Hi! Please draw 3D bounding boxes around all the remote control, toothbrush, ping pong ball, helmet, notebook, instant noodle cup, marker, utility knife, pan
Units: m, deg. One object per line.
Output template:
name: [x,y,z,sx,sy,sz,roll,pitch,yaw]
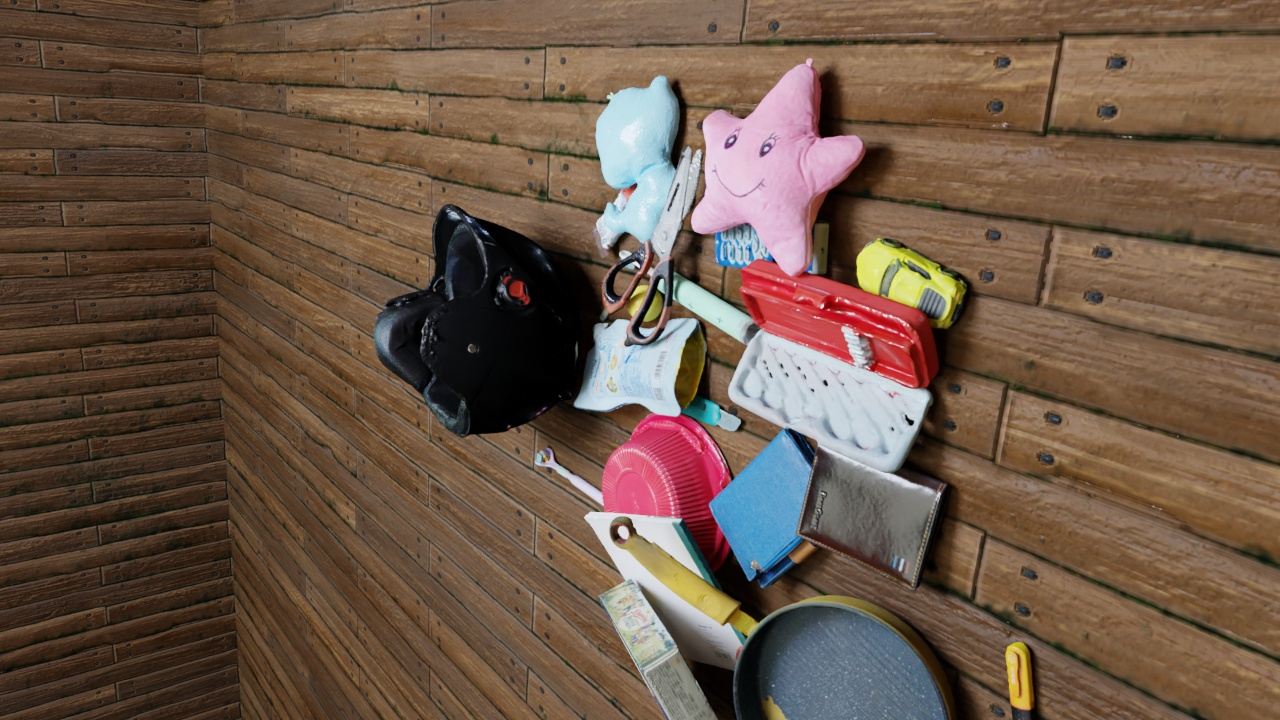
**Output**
remote control: [0.122,-0.110,0.862,0.125,0.024,0.049,13,107,47]
toothbrush: [0.044,-0.073,0.968,0.224,0.026,0.027,36,145,43]
ping pong ball: [0.005,-0.063,1.009,0.040,0.040,0.040,13,107,50]
helmet: [-0.184,-0.044,1.107,0.234,0.229,0.274,8,95,58]
notebook: [0.038,0.247,0.973,0.151,0.012,0.209,-7,118,49]
toothbrush: [-0.074,0.158,1.172,0.189,0.029,0.021,27,157,45]
instant noodle cup: [0.018,0.155,1.015,0.194,0.065,0.194,16,110,51]
marker: [0.299,0.282,0.718,0.018,0.015,0.124,1,99,57]
utility knife: [0.046,0.043,0.999,0.180,0.013,0.029,22,110,48]
pan: [0.113,0.259,0.826,0.357,0.078,0.198,41,113,23]

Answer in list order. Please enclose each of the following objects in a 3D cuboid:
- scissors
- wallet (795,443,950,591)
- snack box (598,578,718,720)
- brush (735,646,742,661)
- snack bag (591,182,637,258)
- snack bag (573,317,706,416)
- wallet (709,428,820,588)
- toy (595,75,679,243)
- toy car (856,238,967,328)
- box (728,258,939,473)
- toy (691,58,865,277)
scissors: [0.010,-0.121,0.955,0.192,0.015,0.207,-9,96,37]
wallet: [0.196,0.129,0.791,0.122,0.020,0.096,21,100,40]
snack box: [0.034,0.333,0.937,0.178,0.045,0.182,62,171,-14]
brush: [0.129,0.342,0.903,0.063,0.069,0.146,-12,87,52]
snack bag: [-0.023,-0.162,1.037,0.104,0.026,0.048,-47,57,46]
snack bag: [-0.006,0.006,1.029,0.191,0.038,0.110,1,84,52]
wallet: [0.133,0.143,0.884,0.133,0.040,0.106,-52,56,34]
toy: [-0.001,-0.216,0.974,0.156,0.049,0.162,48,117,15]
toy car: [0.215,-0.063,0.747,0.105,0.032,0.048,41,127,42]
box: [0.163,-0.002,0.802,0.201,0.073,0.155,26,121,47]
toy: [0.113,-0.182,0.820,0.194,0.074,0.179,38,113,46]
